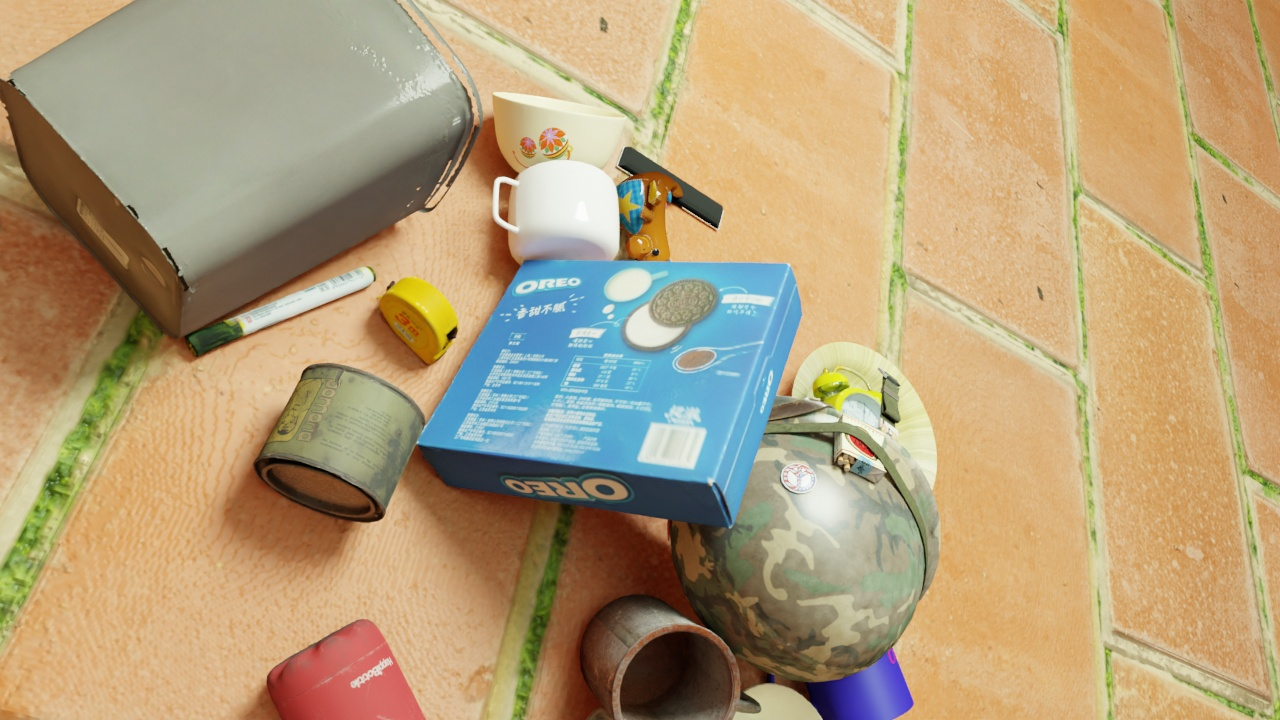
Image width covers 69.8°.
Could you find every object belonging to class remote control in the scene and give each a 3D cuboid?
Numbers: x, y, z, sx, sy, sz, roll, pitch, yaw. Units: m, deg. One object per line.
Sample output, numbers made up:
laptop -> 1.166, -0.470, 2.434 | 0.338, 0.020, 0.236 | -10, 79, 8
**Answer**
remote control -> 0.033, -0.174, 0.919 | 0.124, 0.012, 0.028 | 29, 56, -19

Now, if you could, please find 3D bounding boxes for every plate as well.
plate -> 0.211, 0.074, 0.906 | 0.184, 0.036, 0.184 | 13, 63, -27

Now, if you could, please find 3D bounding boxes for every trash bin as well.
trash bin -> -0.264, -0.148, 0.616 | 0.197, 0.198, 0.219 | 49, 59, -5

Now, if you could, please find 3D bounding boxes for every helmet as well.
helmet -> 0.118, 0.119, 0.702 | 0.224, 0.193, 0.235 | 47, 35, 10

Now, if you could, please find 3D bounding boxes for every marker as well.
marker -> -0.258, -0.038, 0.670 | 0.146, 0.017, 0.017 | -30, 87, -37

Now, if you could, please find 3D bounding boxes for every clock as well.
clock -> 0.190, 0.058, 0.841 | 0.083, 0.057, 0.118 | 26, 51, -20

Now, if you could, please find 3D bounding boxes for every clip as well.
clip -> -0.025, 0.330, 0.622 | 0.125, 0.089, 0.150 | 50, 42, 0

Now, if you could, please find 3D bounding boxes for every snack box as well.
snack box -> -0.020, 0.012, 0.675 | 0.195, 0.239, 0.056 | -66, 146, -34

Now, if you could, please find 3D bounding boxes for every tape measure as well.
tape measure -> -0.168, -0.036, 0.700 | 0.068, 0.059, 0.030 | 45, 53, -7

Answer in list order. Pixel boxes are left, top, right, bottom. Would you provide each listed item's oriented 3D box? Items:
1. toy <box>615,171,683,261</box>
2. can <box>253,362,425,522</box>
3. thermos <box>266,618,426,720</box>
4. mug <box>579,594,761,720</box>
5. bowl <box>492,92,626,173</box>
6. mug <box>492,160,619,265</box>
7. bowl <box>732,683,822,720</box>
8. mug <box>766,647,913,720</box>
toy -> 0.016, -0.133, 0.872 | 0.102, 0.071, 0.090 | -18, 96, -51
can -> -0.201, 0.057, 0.617 | 0.090, 0.090, 0.074 | 29, 57, -19
thermos -> -0.145, 0.280, 0.564 | 0.073, 0.073, 0.240 | -26, 85, -38
mug -> 0.024, 0.226, 0.658 | 0.123, 0.110, 0.096 | 24, 87, -15
bowl -> -0.076, -0.188, 0.811 | 0.117, 0.118, 0.074 | -2, 112, -33
mug -> -0.073, -0.119, 0.773 | 0.115, 0.095, 0.068 | 14, 63, -36
bowl -> 0.086, 0.310, 0.704 | 0.115, 0.063, 0.115 | 13, 63, -28
mug -> 0.161, 0.264, 0.771 | 0.111, 0.079, 0.083 | -18, 78, -8
